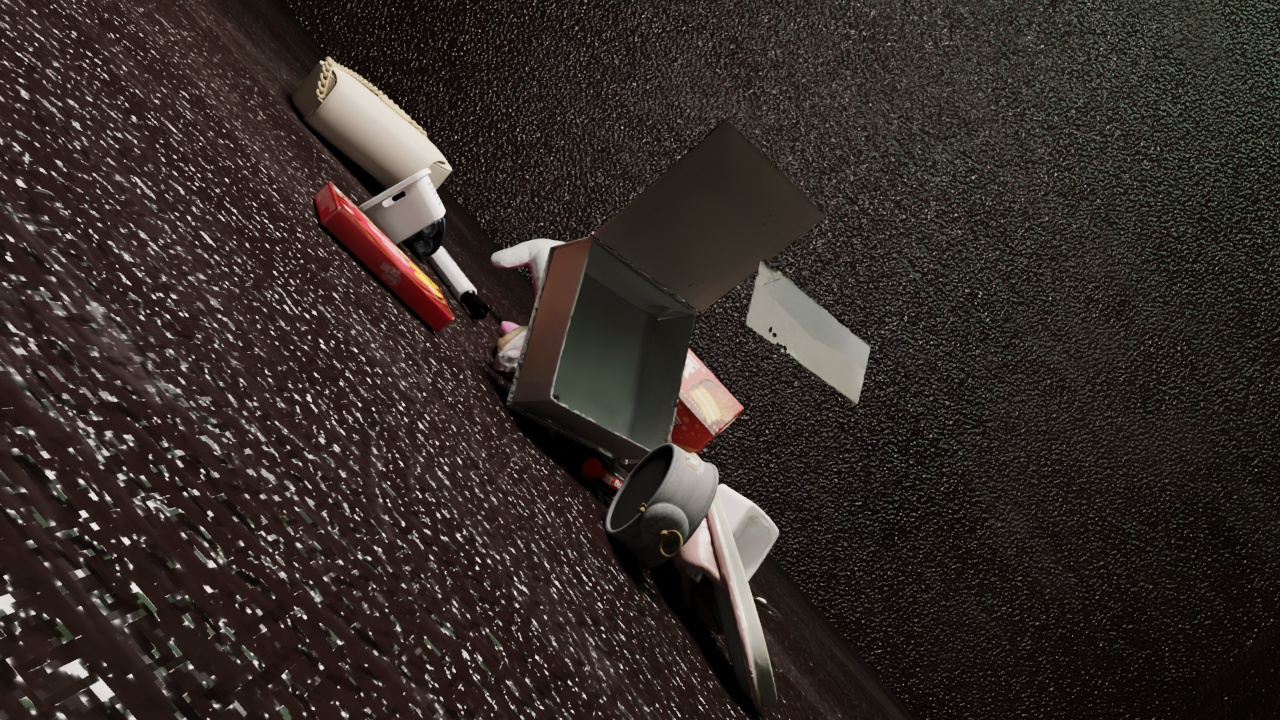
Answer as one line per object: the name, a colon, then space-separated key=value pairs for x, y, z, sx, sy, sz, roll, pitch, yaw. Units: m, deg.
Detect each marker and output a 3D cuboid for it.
marker: x=-0.215 y=-0.091 z=1.083 sx=0.126 sy=0.025 sz=0.025 roll=49 pitch=1 yaw=32
marker: x=-0.022 y=0.132 z=0.937 sx=0.145 sy=0.021 sz=0.023 roll=48 pitch=31 yaw=-57

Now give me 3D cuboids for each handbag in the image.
handbag: x=-0.354 y=-0.292 z=1.206 sx=0.210 sy=0.103 sz=0.208 roll=39 pitch=6 yaw=-23

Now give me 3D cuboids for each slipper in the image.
slipper: x=0.059 y=0.183 z=0.803 sx=0.274 sy=0.054 sz=0.114 roll=-108 pitch=-176 yaw=-56

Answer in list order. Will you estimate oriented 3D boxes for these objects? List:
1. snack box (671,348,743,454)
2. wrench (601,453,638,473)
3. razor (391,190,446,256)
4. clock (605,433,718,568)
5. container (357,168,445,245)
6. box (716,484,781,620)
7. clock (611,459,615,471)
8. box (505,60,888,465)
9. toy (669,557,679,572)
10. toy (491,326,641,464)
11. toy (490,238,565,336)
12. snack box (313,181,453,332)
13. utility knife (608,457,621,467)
snack box: x=-0.006 y=0.006 z=1.011 sx=0.236 sy=0.060 sz=0.113 roll=48 pitch=-39 yaw=5
wrench: x=-0.041 y=0.087 z=1.011 sx=0.273 sy=0.018 sz=0.083 roll=42 pitch=7 yaw=5
razor: x=-0.272 y=-0.168 z=1.088 sx=0.063 sy=0.053 sz=0.140 roll=6 pitch=22 yaw=-37
clock: x=0.019 y=0.123 z=0.753 sx=0.056 sy=0.104 sz=0.147 roll=38 pitch=9 yaw=-12
container: x=-0.244 y=-0.158 z=0.956 sx=0.049 sy=0.080 sz=0.129 roll=60 pitch=-3 yaw=-16
box: x=0.129 y=0.240 z=1.090 sx=0.137 sy=0.124 sz=0.109 roll=25 pitch=-16 yaw=43
clock: x=-0.030 y=0.041 z=1.100 sx=0.157 sy=0.120 sz=0.072 roll=59 pitch=-23 yaw=11
box: x=0.036 y=-0.082 z=0.848 sx=0.166 sy=0.369 sz=0.150 roll=31 pitch=12 yaw=-41
toy: x=0.058 y=0.199 z=0.935 sx=0.110 sy=0.051 sz=0.090 roll=47 pitch=-1 yaw=18
toy: x=-0.051 y=0.022 z=0.967 sx=0.205 sy=0.131 sz=0.106 roll=49 pitch=-5 yaw=-12
toy: x=-0.111 y=-0.040 z=1.245 sx=0.128 sy=0.186 sz=0.265 roll=-53 pitch=-131 yaw=54
snack box: x=-0.216 y=-0.087 z=0.773 sx=0.133 sy=0.021 sz=0.089 roll=48 pitch=0 yaw=-33
utility knife: x=-0.059 y=0.094 z=1.145 sx=0.129 sy=0.015 sz=0.022 roll=45 pitch=5 yaw=-27
